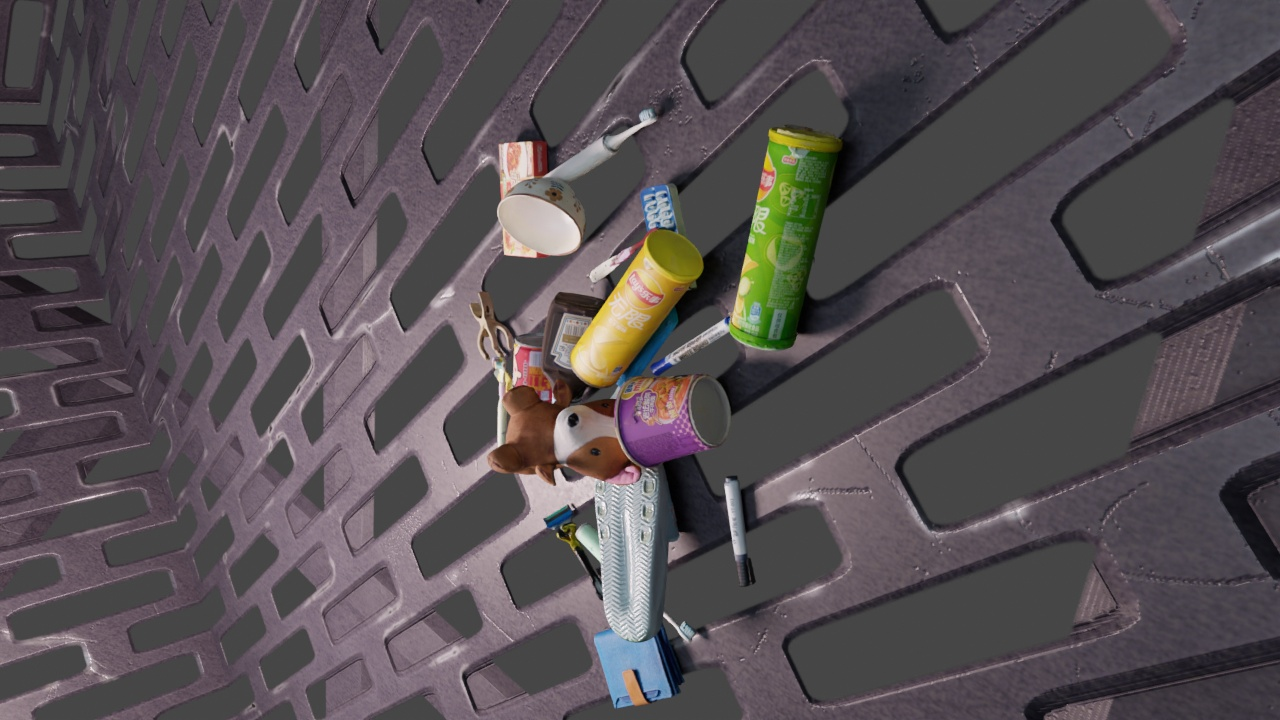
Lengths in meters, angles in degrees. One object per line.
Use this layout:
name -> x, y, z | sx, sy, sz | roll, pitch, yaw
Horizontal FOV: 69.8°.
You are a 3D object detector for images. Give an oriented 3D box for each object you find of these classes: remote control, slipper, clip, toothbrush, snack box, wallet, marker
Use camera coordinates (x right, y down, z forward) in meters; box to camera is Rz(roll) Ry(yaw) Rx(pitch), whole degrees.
remote control -> 0.033, -0.140, 1.060 | 0.049, 0.024, 0.125 | -3, 101, 47
slipper -> 0.003, 0.221, 1.137 | 0.104, 0.074, 0.245 | -12, 73, 40
clip -> -0.228, -0.042, 1.352 | 0.104, 0.034, 0.081 | 54, 132, 29
toothbrush -> -0.009, 0.290, 1.203 | 0.224, 0.026, 0.027 | 39, 103, 34
toothbrush -> -0.017, -0.126, 1.103 | 0.188, 0.017, 0.016 | -26, 85, 60
snack box -> -0.156, -0.217, 1.240 | 0.075, 0.025, 0.153 | 12, 107, 45
wallet -> -0.006, 0.402, 1.220 | 0.133, 0.040, 0.106 | -33, 71, 46
toothbrush -> -0.207, 0.083, 1.356 | 0.029, 0.020, 0.190 | 28, 126, 40
marker -> 0.061, -0.016, 1.065 | 0.146, 0.016, 0.017 | -33, 75, 45
toothbrush -> -0.054, -0.253, 1.123 | 0.222, 0.026, 0.026 | -20, 94, 47
marker -> 0.115, 0.197, 1.059 | 0.023, 0.018, 0.131 | -5, 96, 26

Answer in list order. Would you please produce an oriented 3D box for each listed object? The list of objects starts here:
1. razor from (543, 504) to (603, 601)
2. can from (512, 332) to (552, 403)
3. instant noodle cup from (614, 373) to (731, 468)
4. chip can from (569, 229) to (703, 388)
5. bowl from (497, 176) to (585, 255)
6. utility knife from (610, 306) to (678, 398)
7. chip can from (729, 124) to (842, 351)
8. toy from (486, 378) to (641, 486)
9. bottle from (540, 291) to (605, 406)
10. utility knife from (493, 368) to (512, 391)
razor -> -0.082, 0.272, 1.281 | 0.042, 0.022, 0.142 | -33, 74, 0
can -> -0.140, 0.015, 1.247 | 0.066, 0.066, 0.094 | 21, 114, 42
instant noodle cup -> 0.041, 0.063, 1.045 | 0.099, 0.111, 0.111 | -14, 89, 38
chip can -> -0.008, -0.055, 1.064 | 0.072, 0.071, 0.214 | 57, 137, 20
bowl -> -0.118, -0.192, 1.166 | 0.114, 0.113, 0.062 | -17, 43, 47
utility knife -> -0.007, 0.007, 1.141 | 0.207, 0.018, 0.034 | -57, 47, 38
chip can -> 0.142, -0.118, 0.917 | 0.073, 0.072, 0.222 | 29, 119, 39
toy -> -0.082, 0.088, 1.121 | 0.200, 0.130, 0.140 | 5, 71, 19
bottle -> -0.091, 0.011, 1.193 | 0.080, 0.044, 0.195 | 10, 112, 2
utility knife -> -0.162, 0.078, 1.319 | 0.195, 0.020, 0.031 | 55, 138, 31
